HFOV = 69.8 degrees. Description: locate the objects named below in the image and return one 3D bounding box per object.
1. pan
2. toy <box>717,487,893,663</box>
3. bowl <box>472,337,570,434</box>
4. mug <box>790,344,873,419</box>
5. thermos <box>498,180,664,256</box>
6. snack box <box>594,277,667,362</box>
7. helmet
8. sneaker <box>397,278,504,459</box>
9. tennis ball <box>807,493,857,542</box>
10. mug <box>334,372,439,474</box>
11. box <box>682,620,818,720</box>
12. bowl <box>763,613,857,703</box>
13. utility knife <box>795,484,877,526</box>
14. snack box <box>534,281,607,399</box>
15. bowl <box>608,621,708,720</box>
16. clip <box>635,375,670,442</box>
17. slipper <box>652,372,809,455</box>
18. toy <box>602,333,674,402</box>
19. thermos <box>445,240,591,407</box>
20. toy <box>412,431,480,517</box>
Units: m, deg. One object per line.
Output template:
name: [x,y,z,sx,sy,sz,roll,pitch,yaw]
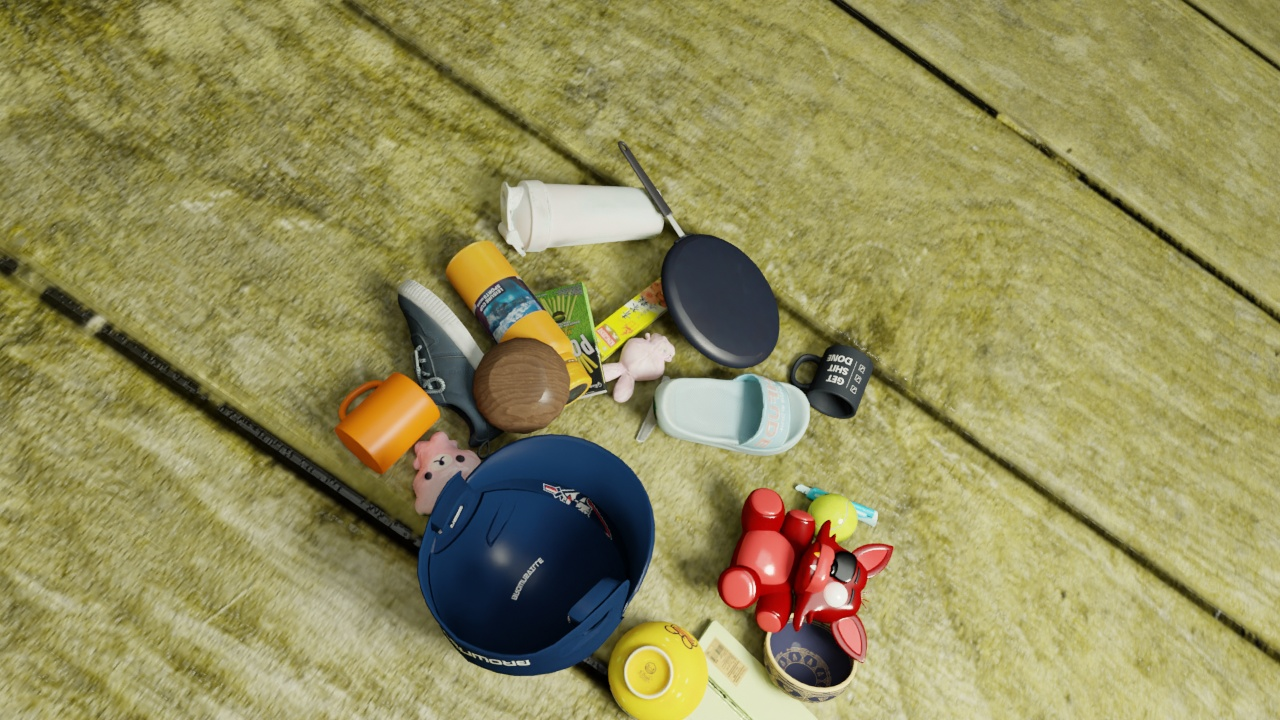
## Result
pan: [0.070,-0.149,1.238,0.198,0.021,0.356,-31,87,-43]
toy: [0.202,0.261,1.129,0.197,0.121,0.158,20,63,5]
bowl: [-0.142,0.027,1.078,0.118,0.030,0.117,0,79,2]
mug: [0.263,0.025,1.282,0.105,0.071,0.077,18,63,20]
thermos: [-0.081,-0.195,1.248,0.220,0.100,0.099,-4,72,-22]
snack box: [-0.012,-0.056,1.248,0.147,0.029,0.040,-39,84,-25]
helmet: [-0.109,0.212,1.013,0.232,0.223,0.271,31,74,12]
sneaker: [-0.240,0.010,1.130,0.087,0.089,0.235,-36,88,-20]
tennis ball: [0.252,0.207,1.207,0.065,0.065,0.065,5,69,-14]
mug: [-0.313,0.066,1.097,0.113,0.078,0.095,28,61,27]
box: [0.118,0.424,1.103,0.188,0.047,0.140,45,63,4]
bowl: [0.202,0.375,1.127,0.112,0.061,0.112,7,35,-5]
utility knife: [0.265,0.195,1.245,0.123,0.015,0.022,21,96,-6]
snack box: [-0.098,-0.021,1.194,0.080,0.025,0.147,-15,73,7]
bowl: [0.016,0.359,1.056,0.117,0.067,0.117,-4,71,12]
clip: [0.037,0.070,1.216,0.054,0.040,0.101,21,66,6]
slipper: [0.130,0.066,1.199,0.245,0.074,0.104,6,71,-30]
toy: [-0.007,0.007,1.218,0.109,0.047,0.063,-35,80,-17]
thermos: [-0.157,-0.039,1.157,0.091,0.076,0.232,-43,72,14]
toy: [-0.237,0.130,1.101,0.099,0.053,0.096,-27,68,-11]
